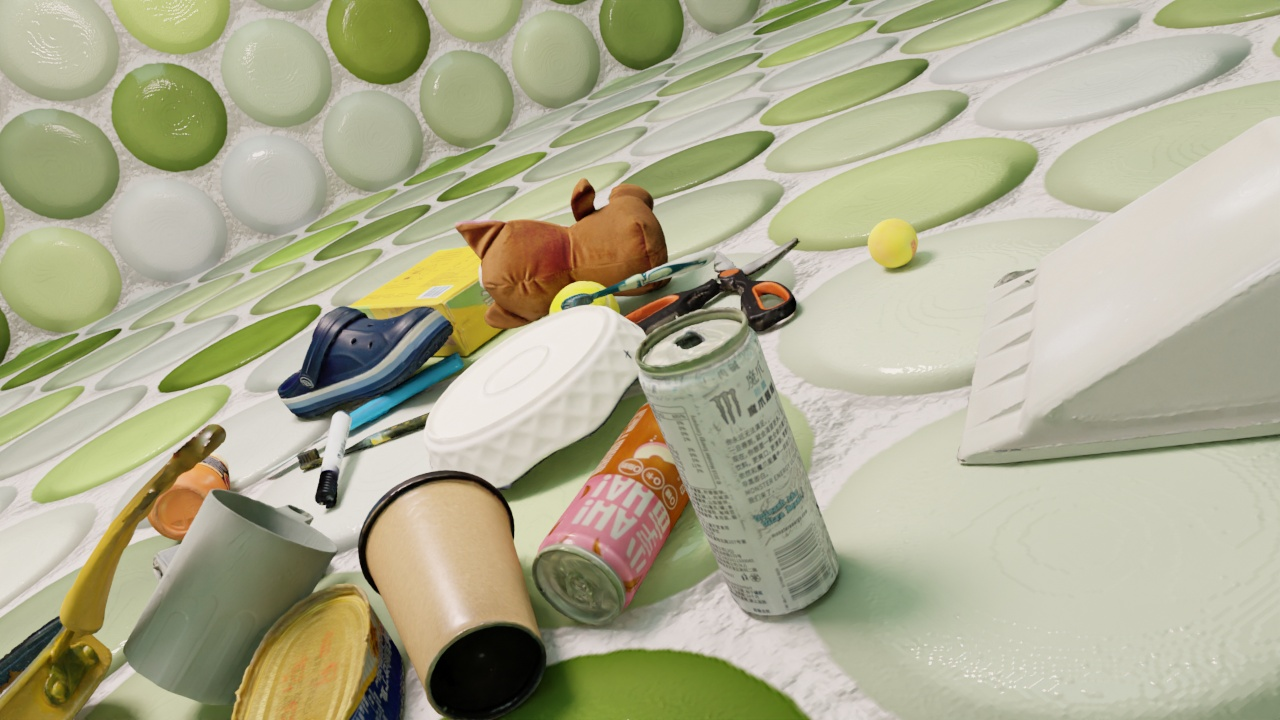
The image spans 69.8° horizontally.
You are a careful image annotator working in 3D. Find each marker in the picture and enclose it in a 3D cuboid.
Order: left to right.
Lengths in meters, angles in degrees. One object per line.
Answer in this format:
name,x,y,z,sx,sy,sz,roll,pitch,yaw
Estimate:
marker,-0.271,0.085,0.813,0.018,0.023,0.130,-12,30,-4

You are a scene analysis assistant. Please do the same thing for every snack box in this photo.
snack box,-0.222,-0.073,1.081,0.210,0.070,0.157,1,32,45

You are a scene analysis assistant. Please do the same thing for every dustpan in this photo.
dustpan,0.337,-0.019,0.508,0.259,0.142,0.222,-43,6,39

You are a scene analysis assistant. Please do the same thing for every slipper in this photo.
slipper,-0.298,-0.014,0.961,0.254,0.095,0.104,-20,25,36

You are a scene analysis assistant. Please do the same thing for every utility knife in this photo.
utility knife,-0.273,0.053,0.914,0.222,0.018,0.034,-32,13,-20

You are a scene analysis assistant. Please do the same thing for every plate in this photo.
plate,-0.088,0.023,0.734,0.205,0.045,0.204,-28,21,12

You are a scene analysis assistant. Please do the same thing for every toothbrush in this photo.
toothbrush,-0.236,0.065,0.851,0.186,0.017,0.012,-20,6,8
toothbrush,0.005,-0.075,0.848,0.191,0.016,0.018,-23,12,-36

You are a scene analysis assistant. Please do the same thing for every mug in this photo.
mug,-0.249,0.144,0.575,0.103,0.083,0.124,-63,5,-9

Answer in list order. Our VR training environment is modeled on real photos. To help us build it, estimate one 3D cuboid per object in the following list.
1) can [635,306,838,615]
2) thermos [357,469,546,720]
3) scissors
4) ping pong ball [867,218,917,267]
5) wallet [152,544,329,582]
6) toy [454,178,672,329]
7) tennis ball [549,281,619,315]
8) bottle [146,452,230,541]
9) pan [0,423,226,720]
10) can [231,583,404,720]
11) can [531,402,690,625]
can,0.048,0.051,0.442,0.058,0.147,0.058,-20,22,8
thermos,-0.101,0.126,0.506,0.093,0.093,0.143,-28,31,-12
scissors,0.079,-0.063,0.843,0.220,0.022,0.232,-24,23,-16
ping pong ball,0.209,-0.097,0.761,0.040,0.040,0.040,-19,23,8
wallet,-0.304,0.156,0.689,0.106,0.037,0.130,-24,21,-32
toy,-0.073,-0.105,0.914,0.199,0.140,0.130,-16,20,-1
tennis ball,-0.052,-0.041,0.852,0.065,0.065,0.065,-19,23,8
bottle,-0.412,0.117,0.854,0.066,0.067,0.149,-27,15,-10
pan,-0.350,0.172,0.523,0.357,0.078,0.197,-38,17,3
can,-0.168,0.181,0.485,0.074,0.049,0.148,-25,22,-3
can,-0.005,0.083,0.538,0.058,0.058,0.146,-8,27,32
